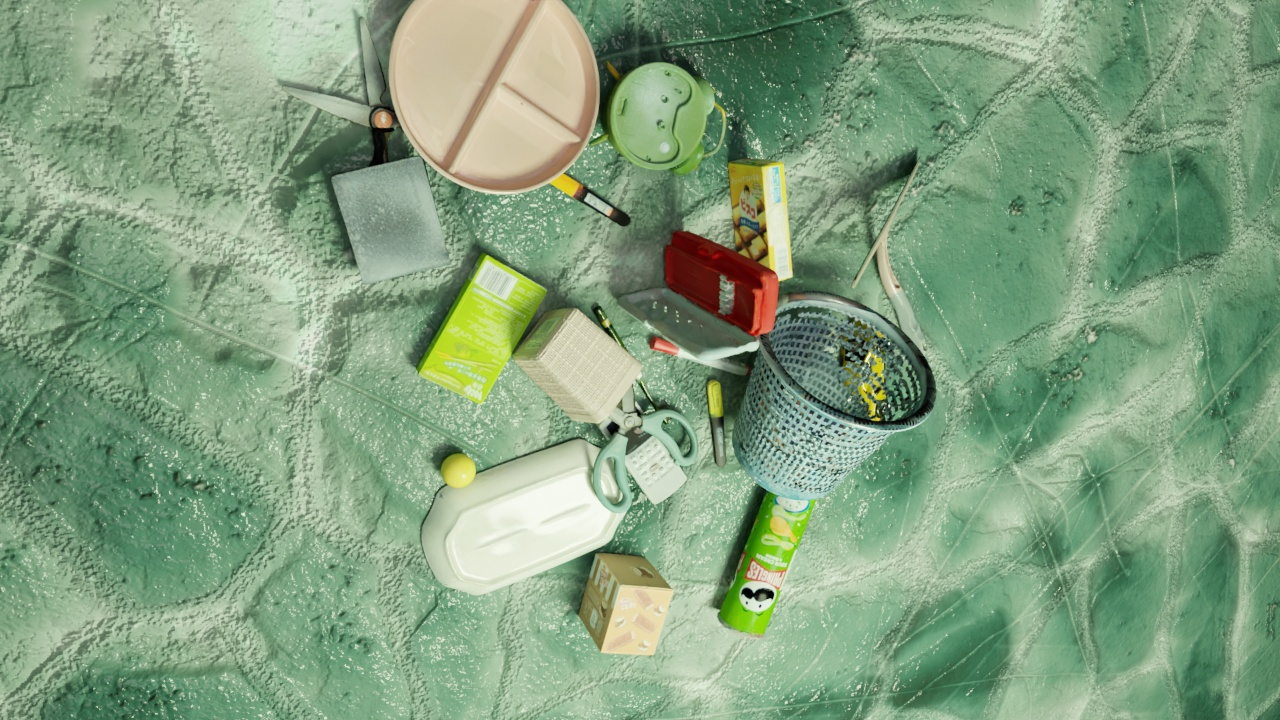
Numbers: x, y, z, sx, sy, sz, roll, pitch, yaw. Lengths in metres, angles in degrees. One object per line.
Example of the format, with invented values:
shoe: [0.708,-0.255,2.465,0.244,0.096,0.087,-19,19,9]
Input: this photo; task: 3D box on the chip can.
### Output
chip can: [0.178,0.259,1.258,0.072,0.072,0.236,17,98,-25]

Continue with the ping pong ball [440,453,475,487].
ping pong ball: [-0.214,0.129,1.077,0.040,0.040,0.040,-6,107,-21]

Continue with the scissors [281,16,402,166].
scissors: [-0.255,-0.238,0.964,0.220,0.022,0.234,-6,108,-21]

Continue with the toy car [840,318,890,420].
toy car: [0.300,0.015,1.236,0.041,0.071,0.156,-8,106,-24]

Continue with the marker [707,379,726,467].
marker: [0.102,0.085,1.207,0.018,0.015,0.124,-13,111,-15]

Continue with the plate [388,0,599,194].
plate: [-0.153,-0.292,0.973,0.229,0.028,0.229,-4,100,-25]

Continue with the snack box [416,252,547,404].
snack box: [-0.181,-0.035,1.050,0.085,0.026,0.156,28,93,-26]

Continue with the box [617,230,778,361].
box: [0.058,-0.076,1.035,0.100,0.201,0.102,-9,115,-27]

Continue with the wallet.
wallet: [-0.262,-0.148,0.970,0.097,0.019,0.121,-16,110,-11]

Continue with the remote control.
remote control: [0.003,0.116,1.172,0.058,0.021,0.150,-38,116,-9]

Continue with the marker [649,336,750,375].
marker: [0.077,-0.004,1.170,0.145,0.017,0.017,16,98,-25]

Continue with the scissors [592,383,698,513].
scissors: [0.009,0.104,1.148,0.180,0.019,0.170,-3,99,-29]

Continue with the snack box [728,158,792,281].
snack box: [0.145,-0.171,1.109,0.033,0.087,0.140,-12,110,-19]

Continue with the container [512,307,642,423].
container: [-0.076,0.003,1.063,0.111,0.090,0.089,44,70,-23]

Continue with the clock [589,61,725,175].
clock: [0.027,-0.275,1.048,0.161,0.056,0.116,8,103,-24]

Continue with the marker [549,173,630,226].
marker: [-0.062,-0.189,1.062,0.123,0.015,0.018,28,95,-29]

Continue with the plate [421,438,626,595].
plate: [-0.134,0.199,1.133,0.265,0.034,0.162,-18,111,-17]

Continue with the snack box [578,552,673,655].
snack box: [-0.020,0.312,1.180,0.077,0.093,0.094,11,100,-25]

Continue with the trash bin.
trash bin: [0.213,0.058,1.131,0.226,0.226,0.196,2,136,-23]

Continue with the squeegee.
squeegee: [0.344,-0.099,1.227,0.247,0.040,0.250,-56,135,-32]

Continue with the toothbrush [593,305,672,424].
toothbrush: [-0.007,0.007,1.142,0.017,0.012,0.186,-38,116,-14]
